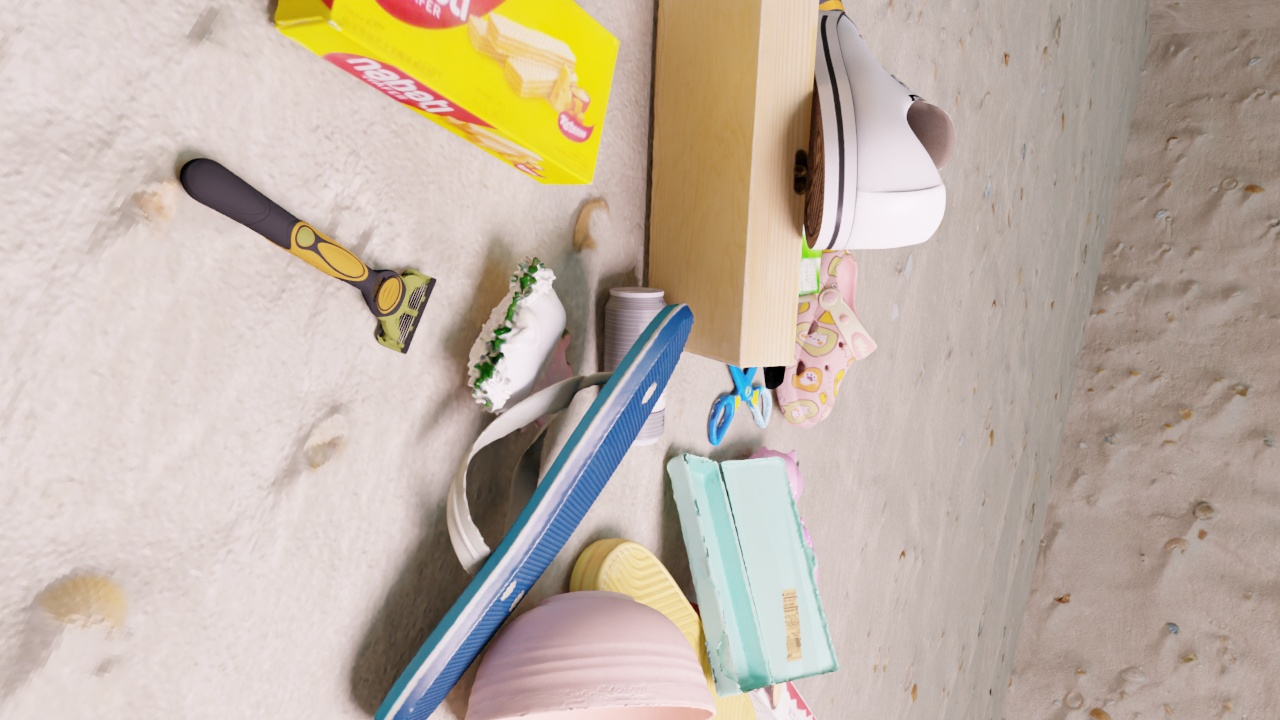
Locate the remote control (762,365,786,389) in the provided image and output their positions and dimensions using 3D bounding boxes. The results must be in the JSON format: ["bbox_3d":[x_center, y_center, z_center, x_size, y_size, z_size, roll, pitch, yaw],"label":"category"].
[{"bbox_3d":[0.118,-0.043,0.769,0.045,0.021,0.141,-87,178,-54],"label":"remote control"}]

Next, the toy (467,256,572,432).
[{"bbox_3d":[-0.069,0.000,0.548,0.109,0.041,0.095,65,44,-58],"label":"toy"}]

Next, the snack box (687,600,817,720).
[{"bbox_3d":[0.107,0.306,0.856,0.044,0.077,0.273,-58,140,-25],"label":"snack box"}]

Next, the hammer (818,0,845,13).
[{"bbox_3d":[0.158,-0.273,0.756,0.313,0.035,0.139,60,31,-32],"label":"hammer"}]

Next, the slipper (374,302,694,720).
[{"bbox_3d":[-0.068,0.082,0.535,0.294,0.060,0.118,-54,166,-13],"label":"slipper"}]

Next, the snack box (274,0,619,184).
[{"bbox_3d":[-0.087,-0.169,0.477,0.200,0.042,0.092,20,80,-57],"label":"snack box"}]

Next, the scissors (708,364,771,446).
[{"bbox_3d":[0.093,0.029,0.824,0.125,0.013,0.127,-61,146,-26],"label":"scissors"}]

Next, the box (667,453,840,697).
[{"bbox_3d":[0.088,0.168,0.745,0.138,0.055,0.186,10,61,-45],"label":"box"}]

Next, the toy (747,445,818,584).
[{"bbox_3d":[0.125,0.162,0.857,0.123,0.067,0.157,20,77,-58],"label":"toy"}]

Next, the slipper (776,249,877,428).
[{"bbox_3d":[0.196,-0.024,0.907,0.093,0.082,0.197,42,60,-53],"label":"slipper"}]

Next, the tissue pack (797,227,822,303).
[{"bbox_3d":[0.139,-0.103,0.836,0.113,0.034,0.099,-13,109,-61],"label":"tissue pack"}]

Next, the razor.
[{"bbox_3d":[-0.151,-0.050,0.430,0.144,0.021,0.044,38,66,-51],"label":"razor"}]

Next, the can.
[{"bbox_3d":[-0.004,0.004,0.643,0.043,0.044,0.107,-15,110,-55],"label":"can"}]

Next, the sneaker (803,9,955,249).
[{"bbox_3d":[0.158,-0.161,0.616,0.244,0.097,0.091,-84,176,-50],"label":"sneaker"}]

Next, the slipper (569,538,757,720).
[{"bbox_3d":[0.013,0.247,0.702,0.099,0.079,0.263,-48,118,-44],"label":"slipper"}]

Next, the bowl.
[{"bbox_3d":[-0.033,0.189,0.571,0.153,0.153,0.076,41,38,-52],"label":"bowl"}]

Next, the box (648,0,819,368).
[{"bbox_3d":[0.064,-0.135,0.673,0.252,0.119,0.248,-44,139,-78],"label":"box"}]
